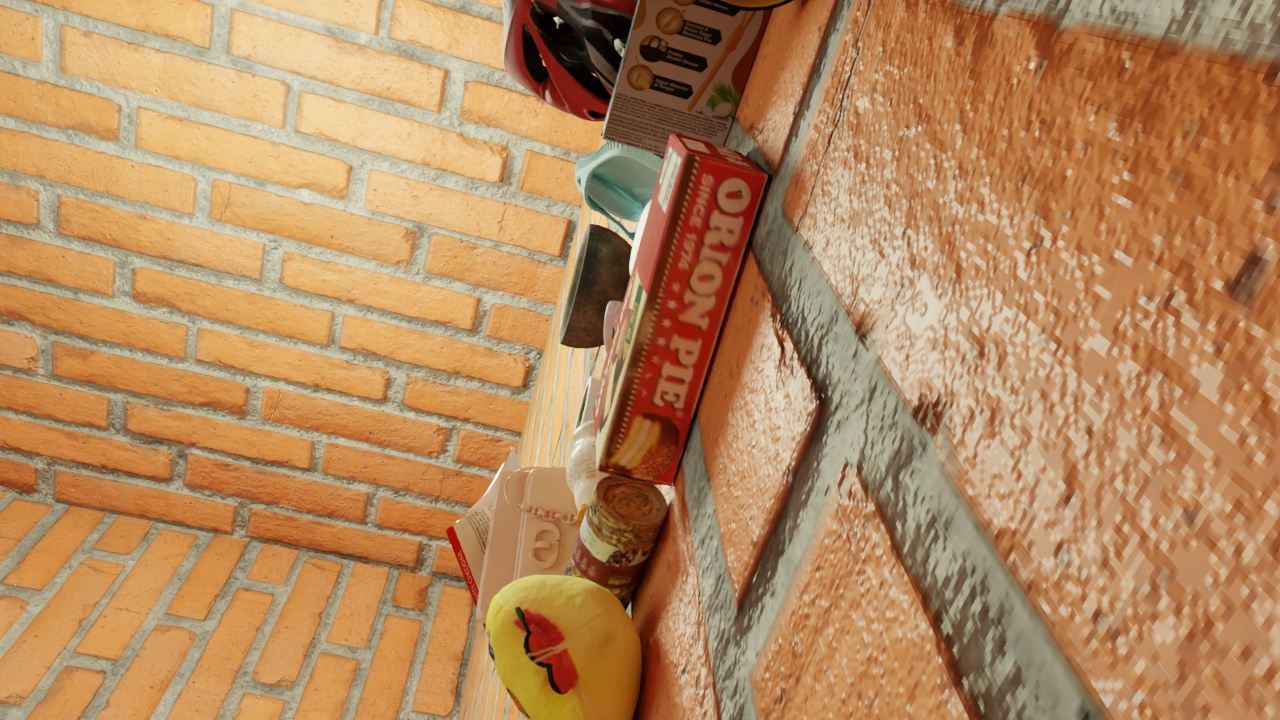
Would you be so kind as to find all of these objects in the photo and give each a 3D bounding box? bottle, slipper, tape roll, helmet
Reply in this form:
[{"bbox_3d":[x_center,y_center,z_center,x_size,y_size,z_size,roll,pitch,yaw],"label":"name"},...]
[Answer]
[{"bbox_3d":[-0.035,0.103,0.814,0.108,0.063,0.063,-89,15,-53],"label":"bottle"},{"bbox_3d":[-0.020,-0.181,1.000,0.069,0.116,0.276,-59,11,-7],"label":"slipper"},{"bbox_3d":[-0.059,0.064,1.019,0.094,0.018,0.094,-168,92,-83],"label":"tape roll"},{"bbox_3d":[-0.021,0.140,0.684,0.056,0.056,0.105,-89,16,-56],"label":"bottle"},{"bbox_3d":[-0.009,-0.328,0.857,0.271,0.167,0.218,-15,-53,-56],"label":"helmet"}]

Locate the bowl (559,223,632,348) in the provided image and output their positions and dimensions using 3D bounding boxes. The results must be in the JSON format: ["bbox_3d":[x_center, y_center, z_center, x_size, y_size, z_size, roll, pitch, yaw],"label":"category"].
[{"bbox_3d":[-0.052,-0.091,1.189,0.162,0.070,0.162,-168,91,-81],"label":"bowl"}]

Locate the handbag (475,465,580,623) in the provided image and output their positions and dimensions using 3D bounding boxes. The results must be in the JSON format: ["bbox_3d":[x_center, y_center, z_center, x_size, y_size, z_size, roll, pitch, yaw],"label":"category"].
[{"bbox_3d":[-0.068,0.192,0.933,0.187,0.117,0.198,50,-139,-60],"label":"handbag"}]

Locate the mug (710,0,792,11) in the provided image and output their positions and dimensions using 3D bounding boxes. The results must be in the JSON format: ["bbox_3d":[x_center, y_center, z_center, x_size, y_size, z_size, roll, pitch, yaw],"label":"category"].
[{"bbox_3d":[0.086,-0.304,0.593,0.124,0.100,0.094,-13,54,38],"label":"mug"}]

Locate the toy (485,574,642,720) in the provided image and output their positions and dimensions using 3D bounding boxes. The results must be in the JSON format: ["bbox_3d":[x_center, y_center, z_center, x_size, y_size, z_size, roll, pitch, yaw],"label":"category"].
[{"bbox_3d":[-0.052,0.217,0.648,0.134,0.092,0.208,51,154,21],"label":"toy"}]

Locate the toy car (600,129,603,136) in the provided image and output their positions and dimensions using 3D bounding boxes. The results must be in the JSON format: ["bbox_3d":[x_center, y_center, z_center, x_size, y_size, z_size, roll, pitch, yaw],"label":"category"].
[{"bbox_3d":[0.004,-0.234,0.980,0.040,0.092,0.037,172,118,-80],"label":"toy car"}]

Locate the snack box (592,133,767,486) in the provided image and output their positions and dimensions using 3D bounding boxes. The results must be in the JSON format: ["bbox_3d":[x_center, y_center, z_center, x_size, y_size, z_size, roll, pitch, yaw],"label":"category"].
[{"bbox_3d":[0.021,-0.039,0.673,0.113,0.060,0.237,-102,26,-70],"label":"snack box"}]

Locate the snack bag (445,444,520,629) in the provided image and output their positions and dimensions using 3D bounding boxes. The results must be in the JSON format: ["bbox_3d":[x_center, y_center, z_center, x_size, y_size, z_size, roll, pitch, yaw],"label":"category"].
[{"bbox_3d":[-0.145,0.182,0.959,0.143,0.039,0.131,-57,-40,-53],"label":"snack bag"}]

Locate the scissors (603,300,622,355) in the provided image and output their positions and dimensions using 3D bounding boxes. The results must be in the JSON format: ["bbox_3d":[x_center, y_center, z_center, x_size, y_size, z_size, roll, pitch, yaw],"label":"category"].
[{"bbox_3d":[-0.013,-0.019,0.848,0.175,0.013,0.170,31,-108,-77],"label":"scissors"}]

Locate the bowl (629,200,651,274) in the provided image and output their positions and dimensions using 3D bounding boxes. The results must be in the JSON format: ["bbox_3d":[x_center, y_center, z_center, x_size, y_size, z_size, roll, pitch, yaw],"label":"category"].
[{"bbox_3d":[0.022,-0.100,0.794,0.115,0.050,0.114,-168,91,-81],"label":"bowl"}]

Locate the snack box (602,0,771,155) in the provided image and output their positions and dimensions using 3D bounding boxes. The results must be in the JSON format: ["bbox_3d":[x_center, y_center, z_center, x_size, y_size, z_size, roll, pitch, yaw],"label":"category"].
[{"bbox_3d":[0.042,-0.258,0.745,0.031,0.101,0.186,-89,15,-56],"label":"snack box"}]

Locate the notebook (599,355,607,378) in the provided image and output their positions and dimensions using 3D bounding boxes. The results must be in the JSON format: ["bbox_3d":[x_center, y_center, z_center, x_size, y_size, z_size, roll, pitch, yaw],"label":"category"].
[{"bbox_3d":[-0.054,0.108,1.055,0.169,0.022,0.211,-100,25,-70],"label":"notebook"}]
